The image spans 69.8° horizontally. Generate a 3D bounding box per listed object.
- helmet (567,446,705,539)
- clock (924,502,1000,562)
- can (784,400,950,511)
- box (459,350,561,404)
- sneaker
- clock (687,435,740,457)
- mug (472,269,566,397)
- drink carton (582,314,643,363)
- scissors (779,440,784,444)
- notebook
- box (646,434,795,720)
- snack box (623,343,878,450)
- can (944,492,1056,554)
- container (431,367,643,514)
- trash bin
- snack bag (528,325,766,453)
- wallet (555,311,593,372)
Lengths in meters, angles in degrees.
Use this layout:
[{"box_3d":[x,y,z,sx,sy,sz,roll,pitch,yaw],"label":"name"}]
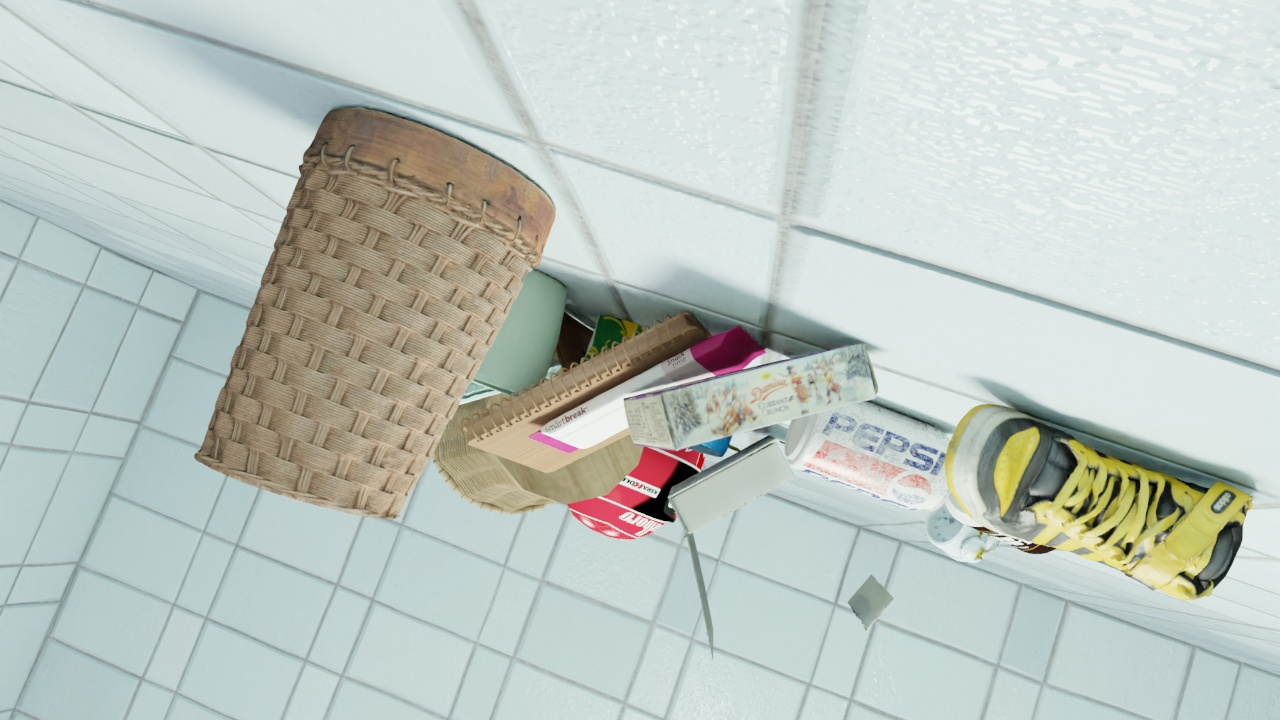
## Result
[{"box_3d":[-0.017,0.168,1.444,0.198,0.224,0.271,15,169,33],"label":"helmet"},{"box_3d":[0.431,0.222,1.205,0.057,0.083,0.118,30,170,-22],"label":"clock"},{"box_3d":[0.202,0.078,0.807,0.136,0.078,0.078,20,172,-3],"label":"can"},{"box_3d":[-0.153,0.002,0.863,0.071,0.085,0.198,-13,-179,38],"label":"box"},{"box_3d":[0.320,0.101,0.626,0.238,0.086,0.122,20,179,-33],"label":"sneaker"},{"box_3d":[0.065,0.080,1.222,0.117,0.060,0.161,15,169,36],"label":"clock"},{"box_3d":[-0.105,-0.021,0.802,0.084,0.104,0.111,16,171,24],"label":"mug"},{"box_3d":[-0.005,0.005,0.896,0.041,0.058,0.122,16,171,28],"label":"drink carton"},{"box_3d":[0.304,0.153,1.286,0.225,0.016,0.226,19,172,15],"label":"scissors"},{"box_3d":[-0.028,0.034,0.789,0.211,0.022,0.169,-27,157,12],"label":"notebook"},{"box_3d":[0.074,0.280,1.243,0.149,0.412,0.167,23,179,6],"label":"box"},{"box_3d":[0.072,0.028,0.666,0.148,0.040,0.143,-13,179,-12],"label":"snack box"},{"box_3d":[0.340,0.131,0.842,0.128,0.072,0.072,26,171,-36],"label":"can"},{"box_3d":[-0.115,0.069,1.064,0.226,0.226,0.196,23,165,-22],"label":"container"},{"box_3d":[-0.155,-0.021,0.550,0.151,0.210,0.151,19,173,2],"label":"trash bin"},{"box_3d":[0.005,0.027,0.750,0.197,0.016,0.070,-28,152,17],"label":"snack bag"},{"box_3d":[-0.057,-0.007,0.912,0.013,0.087,0.121,-28,154,15],"label":"wallet"}]
